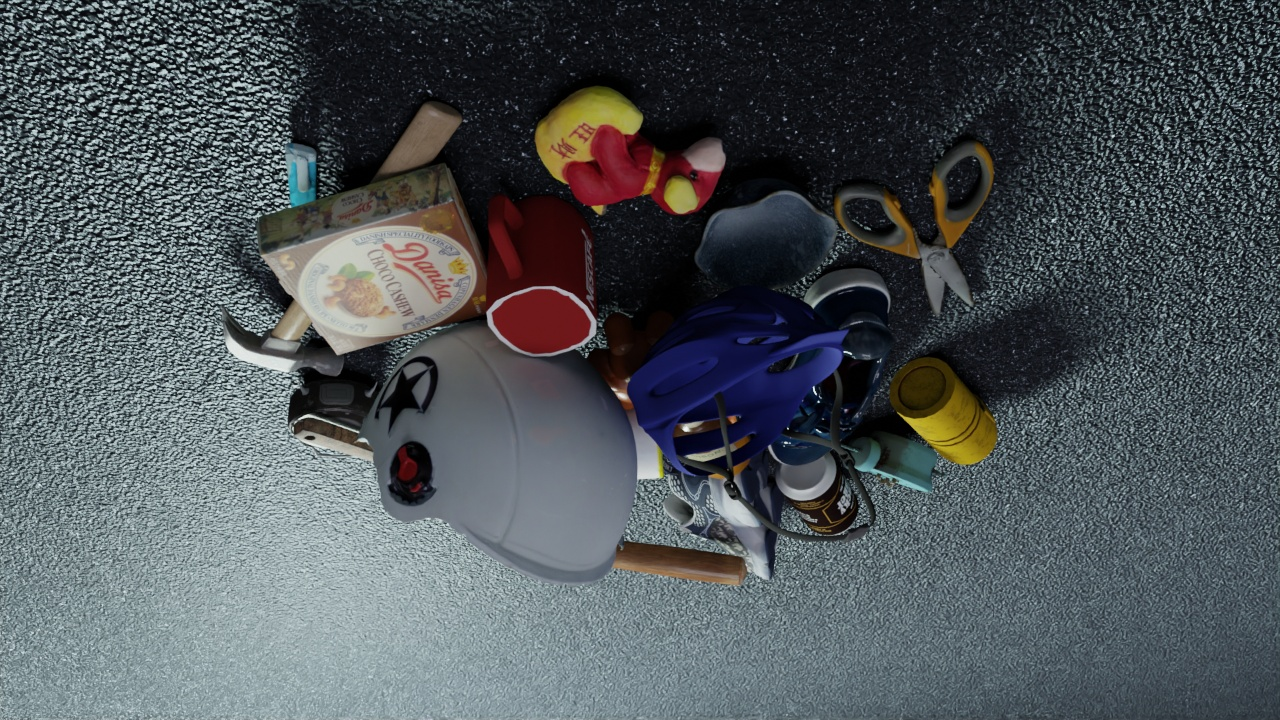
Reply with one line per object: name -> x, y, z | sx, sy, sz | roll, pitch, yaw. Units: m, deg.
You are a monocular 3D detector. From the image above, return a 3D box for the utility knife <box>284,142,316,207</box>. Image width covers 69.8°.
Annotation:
utility knife -> -0.268, -0.109, 0.726 | 0.022, 0.015, 0.159 | 0, 146, -20

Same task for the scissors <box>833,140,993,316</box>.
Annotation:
scissors -> 0.239, -0.099, 0.794 | 0.166, 0.016, 0.225 | -10, 146, 8

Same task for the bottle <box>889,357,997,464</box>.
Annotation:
bottle -> 0.333, 0.063, 0.980 | 0.071, 0.071, 0.163 | -26, 139, 27

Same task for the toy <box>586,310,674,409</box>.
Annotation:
toy -> -0.005, 0.005, 0.886 | 0.095, 0.065, 0.128 | 5, 153, -3

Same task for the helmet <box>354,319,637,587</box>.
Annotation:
helmet -> -0.101, 0.062, 0.796 | 0.236, 0.264, 0.164 | 17, 107, -44

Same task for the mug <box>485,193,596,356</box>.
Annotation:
mug -> -0.086, -0.075, 0.723 | 0.081, 0.096, 0.116 | -19, 142, 18

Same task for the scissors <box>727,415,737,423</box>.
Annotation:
scissors -> 0.100, 0.002, 0.903 | 0.012, 0.083, 0.133 | 8, 130, 38

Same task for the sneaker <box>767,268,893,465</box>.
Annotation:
sneaker -> 0.182, 0.049, 0.902 | 0.120, 0.127, 0.295 | -2, 146, -6

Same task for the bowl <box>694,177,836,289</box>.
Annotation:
bowl -> 0.096, -0.108, 0.733 | 0.110, 0.055, 0.110 | -3, 144, -2

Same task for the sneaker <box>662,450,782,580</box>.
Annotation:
sneaker -> 0.097, 0.185, 1.121 | 0.132, 0.103, 0.270 | 1, 146, 18

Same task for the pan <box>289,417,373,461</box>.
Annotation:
pan -> -0.215, 0.119, 0.981 | 0.208, 0.040, 0.356 | -27, 149, 30

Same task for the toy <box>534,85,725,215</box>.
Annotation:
toy -> -0.012, -0.143, 0.672 | 0.137, 0.067, 0.106 | 18, 143, -16

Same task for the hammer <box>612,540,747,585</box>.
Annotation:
hammer -> -0.021, 0.237, 1.116 | 0.301, 0.037, 0.158 | 6, 165, 9

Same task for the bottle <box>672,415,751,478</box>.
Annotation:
bottle -> 0.065, 0.068, 0.941 | 0.068, 0.067, 0.157 | -15, 151, 15

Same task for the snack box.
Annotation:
snack box -> -0.198, -0.075, 0.721 | 0.147, 0.041, 0.143 | -16, 149, -3

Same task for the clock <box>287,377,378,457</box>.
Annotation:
clock -> -0.305, 0.054, 0.921 | 0.091, 0.043, 0.123 | 3, 147, -17

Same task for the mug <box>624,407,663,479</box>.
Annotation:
mug -> -0.031, 0.086, 0.962 | 0.106, 0.082, 0.083 | -4, 144, 1

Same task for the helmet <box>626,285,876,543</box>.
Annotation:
helmet -> 0.092, 0.057, 0.751 | 0.147, 0.227, 0.242 | -9, 157, -34

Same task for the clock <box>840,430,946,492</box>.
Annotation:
clock -> 0.275, 0.111, 1.034 | 0.124, 0.053, 0.090 | 21, 174, 3

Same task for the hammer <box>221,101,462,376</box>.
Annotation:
hammer -> -0.238, -0.085, 0.741 | 0.119, 0.030, 0.332 | 11, 141, -41

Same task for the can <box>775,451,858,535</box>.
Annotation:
can -> 0.212, 0.156, 1.092 | 0.072, 0.071, 0.128 | -18, 142, 18
